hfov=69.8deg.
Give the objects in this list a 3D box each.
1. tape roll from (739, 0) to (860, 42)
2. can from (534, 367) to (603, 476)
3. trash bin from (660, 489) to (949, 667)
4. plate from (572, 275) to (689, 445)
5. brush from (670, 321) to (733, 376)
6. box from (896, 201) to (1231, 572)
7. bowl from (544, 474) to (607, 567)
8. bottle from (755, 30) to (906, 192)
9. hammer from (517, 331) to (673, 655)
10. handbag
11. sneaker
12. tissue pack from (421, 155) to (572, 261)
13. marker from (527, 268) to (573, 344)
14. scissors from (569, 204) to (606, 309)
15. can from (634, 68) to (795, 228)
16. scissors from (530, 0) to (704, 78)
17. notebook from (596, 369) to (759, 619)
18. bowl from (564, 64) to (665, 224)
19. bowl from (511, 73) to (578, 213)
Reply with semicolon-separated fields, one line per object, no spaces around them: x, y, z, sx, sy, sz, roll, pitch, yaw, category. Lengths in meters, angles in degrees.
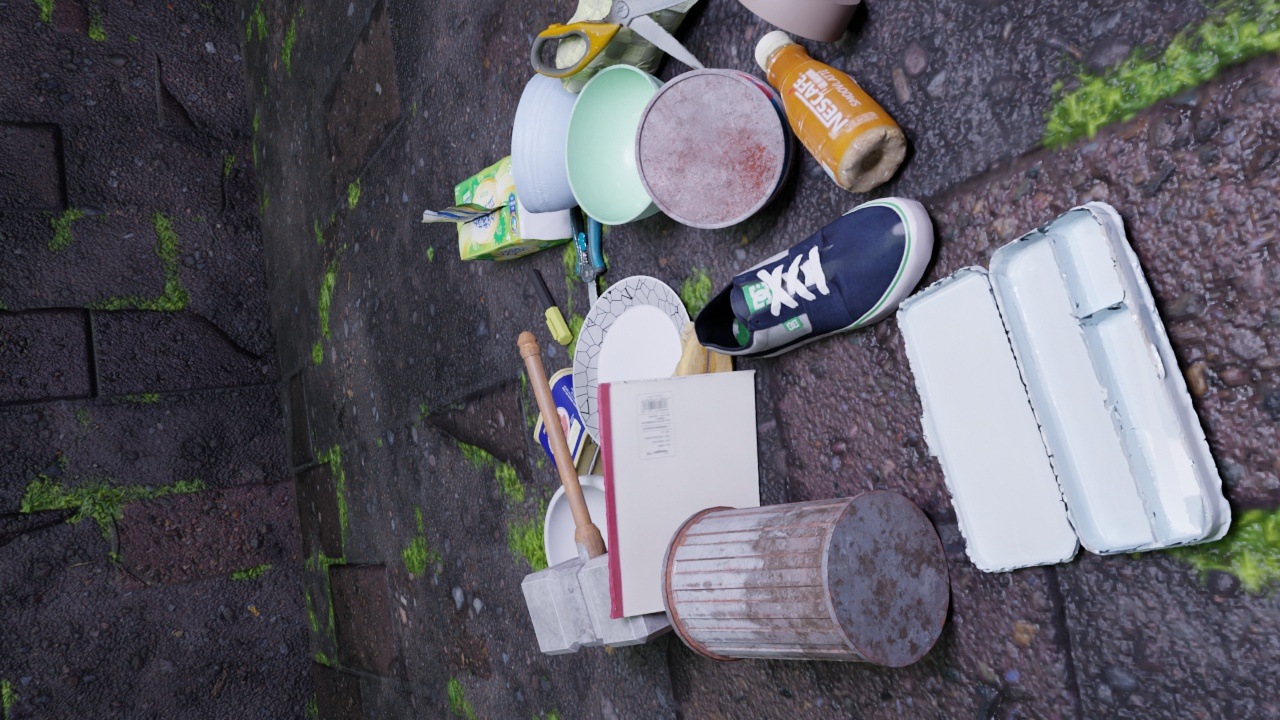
0.118;-0.280;0.698;0.093;0.093;0.030;59;139;35;tape roll
-0.072;0.081;1.074;0.092;0.056;0.116;51;134;39;can
0.118;0.174;0.727;0.212;0.130;0.130;-22;76;54;trash bin
-0.006;0.005;0.970;0.189;0.016;0.188;-10;77;47;plate
0.052;0.051;0.876;0.043;0.059;0.195;-150;63;-62;brush
0.255;0.027;0.590;0.189;0.037;0.208;-41;59;60;box
-0.025;0.206;0.996;0.177;0.066;0.177;11;106;44;bowl
0.139;-0.200;0.710;0.167;0.059;0.059;62;141;36;bottle
-0.069;0.121;0.914;0.163;0.082;0.317;-25;80;45;hammer
-0.019;-0.349;0.889;0.187;0.113;0.116;-51;45;48;handbag
0.126;-0.056;0.729;0.236;0.079;0.084;-33;66;53;sneaker
-0.188;-0.185;1.139;0.198;0.141;0.120;-16;80;57;tissue pack
-0.117;-0.070;1.156;0.123;0.021;0.018;61;140;34;marker
-0.062;-0.130;1.064;0.144;0.019;0.127;54;131;30;scissors
0.063;-0.180;0.780;0.130;0.044;0.130;7;109;20;can
-0.032;-0.325;0.809;0.226;0.016;0.217;-1;117;41;scissors
0.039;0.117;0.822;0.012;0.153;0.209;-174;81;-70;notebook
0.000;-0.207;0.897;0.151;0.076;0.151;8;100;47;bowl
-0.075;-0.230;0.990;0.075;0.150;0.151;10;107;14;bowl
